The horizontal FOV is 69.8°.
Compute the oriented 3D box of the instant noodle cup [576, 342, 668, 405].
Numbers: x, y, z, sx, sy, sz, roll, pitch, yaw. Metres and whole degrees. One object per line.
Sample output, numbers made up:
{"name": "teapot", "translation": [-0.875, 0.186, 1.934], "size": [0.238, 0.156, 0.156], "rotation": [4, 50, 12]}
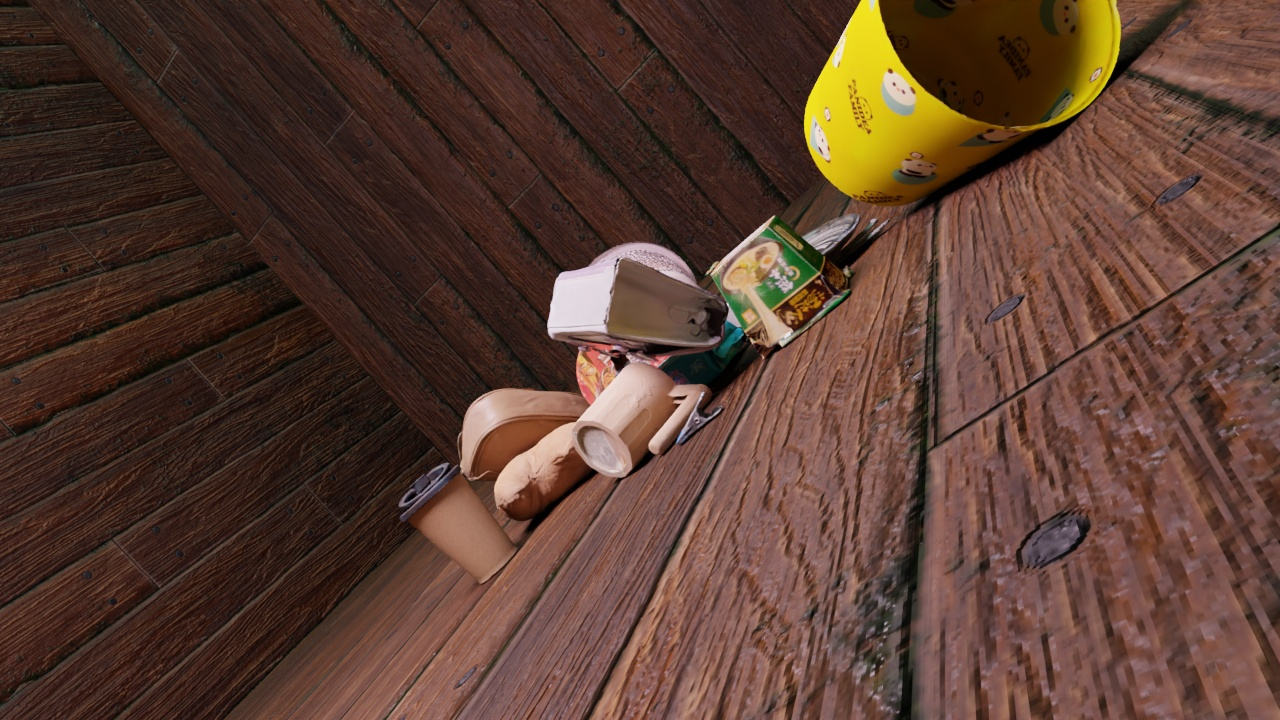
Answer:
{"name": "instant noodle cup", "translation": [-0.007, 0.007, 1.250], "size": [0.138, 0.138, 0.108], "rotation": [-41, -4, 12]}

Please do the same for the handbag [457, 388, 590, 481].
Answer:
{"name": "handbag", "translation": [-0.159, 0.105, 1.299], "size": [0.204, 0.099, 0.148], "rotation": [8, -53, -40]}

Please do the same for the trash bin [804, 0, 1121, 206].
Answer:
{"name": "trash bin", "translation": [0.294, -0.285, 0.920], "size": [0.229, 0.229, 0.256], "rotation": [-43, -1, -14]}

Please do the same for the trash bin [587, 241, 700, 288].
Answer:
{"name": "trash bin", "translation": [0.016, -0.075, 1.491], "size": [0.227, 0.227, 0.192], "rotation": [-42, 16, -4]}

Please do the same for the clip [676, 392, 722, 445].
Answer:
{"name": "clip", "translation": [0.054, 0.059, 0.886], "size": [0.056, 0.026, 0.024], "rotation": [-53, -2, 15]}

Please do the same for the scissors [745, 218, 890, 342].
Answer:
{"name": "scissors", "translation": [0.206, -0.096, 1.099], "size": [0.227, 0.015, 0.188], "rotation": [-39, 5, 45]}

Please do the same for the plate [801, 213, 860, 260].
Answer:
{"name": "plate", "translation": [0.192, -0.119, 1.111], "size": [0.179, 0.024, 0.179], "rotation": [-35, 9, 6]}

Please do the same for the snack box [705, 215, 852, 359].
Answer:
{"name": "snack box", "translation": [0.141, -0.085, 0.949], "size": [0.118, 0.105, 0.118], "rotation": [-40, 6, 21]}

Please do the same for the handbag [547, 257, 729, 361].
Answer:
{"name": "handbag", "translation": [-0.008, -0.050, 1.028], "size": [0.197, 0.144, 0.098], "rotation": [-176, 94, -68]}

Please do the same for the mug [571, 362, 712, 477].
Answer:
{"name": "mug", "translation": [0.001, 0.064, 0.979], "size": [0.125, 0.084, 0.103], "rotation": [-2, 33, 40]}

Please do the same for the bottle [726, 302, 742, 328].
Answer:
{"name": "bottle", "translation": [0.096, -0.048, 1.212], "size": [0.195, 0.080, 0.044], "rotation": [161, 124, -75]}

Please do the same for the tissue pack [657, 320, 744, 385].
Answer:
{"name": "tissue pack", "translation": [0.063, 0.008, 1.105], "size": [0.134, 0.050, 0.093], "rotation": [-38, 3, 33]}

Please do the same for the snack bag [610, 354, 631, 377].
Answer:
{"name": "snack bag", "translation": [-0.008, 0.040, 1.128], "size": [0.026, 0.105, 0.045], "rotation": [-19, 2, 28]}

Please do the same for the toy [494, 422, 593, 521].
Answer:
{"name": "toy", "translation": [-0.093, 0.125, 1.197], "size": [0.226, 0.082, 0.143], "rotation": [-37, 4, 2]}

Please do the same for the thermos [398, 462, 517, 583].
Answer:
{"name": "thermos", "translation": [-0.218, 0.195, 1.101], "size": [0.093, 0.143, 0.093], "rotation": [-42, 5, 4]}
